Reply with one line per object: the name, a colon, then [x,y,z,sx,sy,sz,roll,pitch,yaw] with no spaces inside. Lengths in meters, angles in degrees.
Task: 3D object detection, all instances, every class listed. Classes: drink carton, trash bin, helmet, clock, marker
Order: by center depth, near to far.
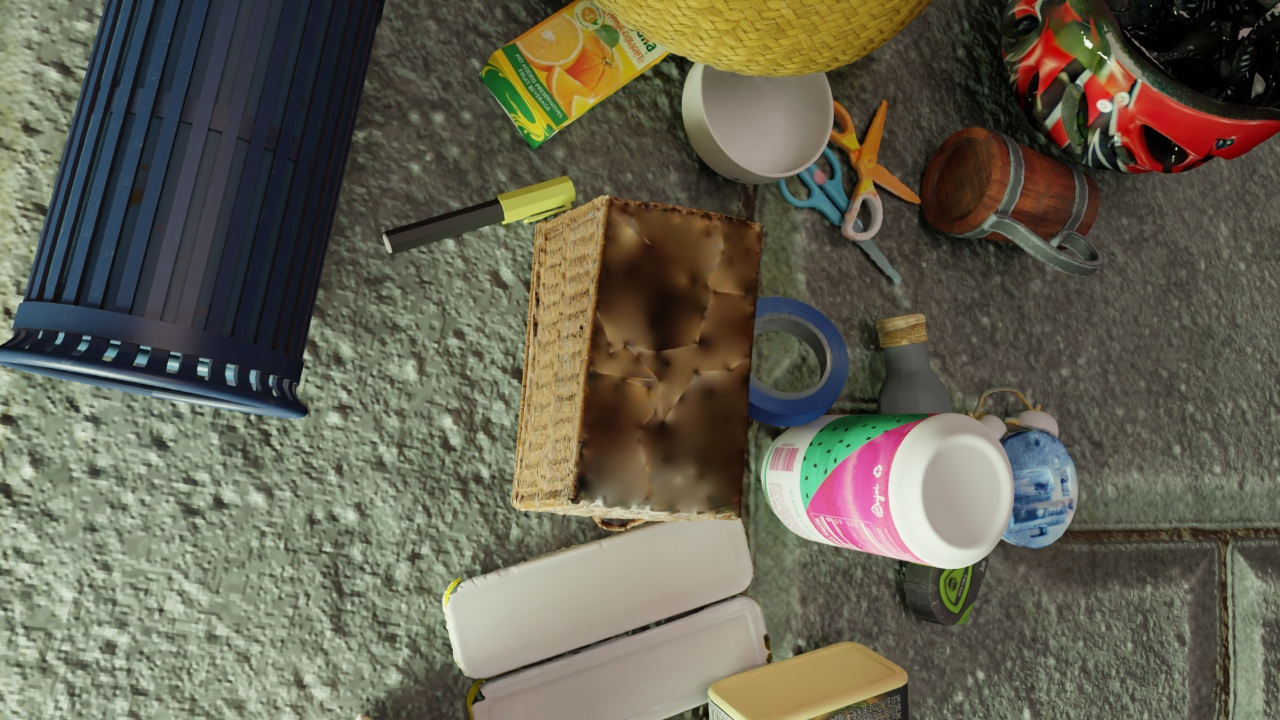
trash bin: [-0.216,-0.106,0.467,0.139,0.139,0.249,13,80,-21]
marker: [-0.099,-0.090,0.577,0.123,0.017,0.021,-21,94,-21]
drink carton: [-0.036,-0.199,0.597,0.122,0.041,0.058,-40,101,-20]
helmet: [0.382,-0.239,0.697,0.271,0.167,0.217,-15,73,-33]
clock: [0.285,0.082,0.704,0.088,0.052,0.125,-3,88,-22]

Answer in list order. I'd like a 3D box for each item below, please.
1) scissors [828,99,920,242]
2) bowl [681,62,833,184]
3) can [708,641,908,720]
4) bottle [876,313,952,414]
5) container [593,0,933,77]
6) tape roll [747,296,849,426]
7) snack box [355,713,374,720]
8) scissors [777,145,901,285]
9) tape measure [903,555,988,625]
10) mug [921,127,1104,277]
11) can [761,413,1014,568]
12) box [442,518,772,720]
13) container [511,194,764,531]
scissors: [0.166,-0.146,0.686,0.125,0.011,0.128,27,70,-24]
bowl: [0.076,-0.173,0.635,0.104,0.054,0.105,1,88,-22]
can: [0.112,0.255,0.600,0.130,0.073,0.101,-8,100,-25]
bottle: [0.201,0.048,0.667,0.072,0.046,0.161,-9,90,-58]
container: [0.079,-0.323,0.541,0.306,0.197,0.306,8,65,-17]
tape roll: [0.096,0.000,0.627,0.091,0.016,0.093,-24,65,-20]
snack box: [-0.129,0.258,0.501,0.093,0.095,0.079,34,75,-16]
scissors: [0.153,-0.106,0.684,0.137,0.015,0.056,45,69,-9]
tape measure: [0.223,0.163,0.684,0.058,0.036,0.065,33,71,-26]
mug: [0.289,-0.113,0.694,0.111,0.082,0.117,9,47,-25]
can: [0.151,0.078,0.587,0.088,0.166,0.088,2,86,-22]
box: [-0.015,0.175,0.593,0.209,0.023,0.127,-12,93,-22]
container: [-0.003,0.003,0.559,0.113,0.113,0.198,7,83,-22]
